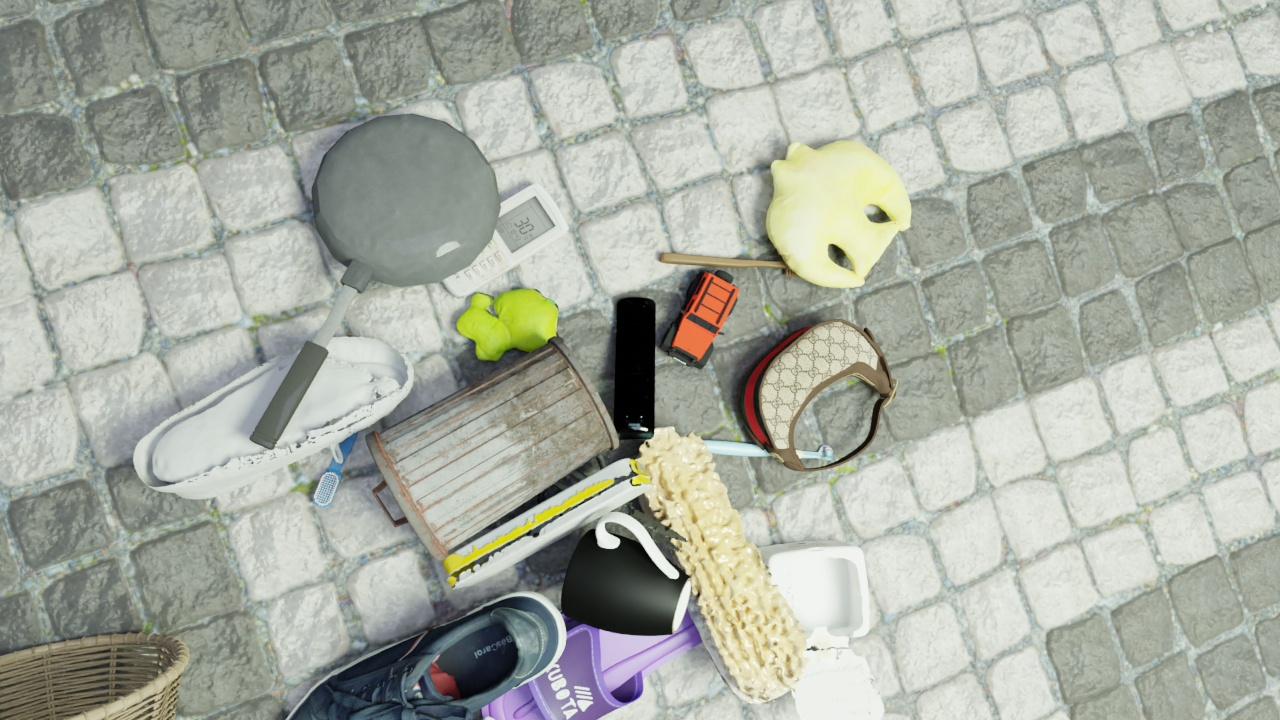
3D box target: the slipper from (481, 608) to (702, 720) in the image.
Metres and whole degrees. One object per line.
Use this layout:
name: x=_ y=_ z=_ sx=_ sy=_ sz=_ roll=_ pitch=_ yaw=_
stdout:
slipper: x=-0.030 y=0.281 z=0.871 sx=0.266 sy=0.084 sz=0.107 roll=-28 pitch=91 yaw=-12

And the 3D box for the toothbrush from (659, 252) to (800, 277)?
toothbrush: x=0.102 y=-0.100 z=0.961 sx=0.166 sy=0.016 sz=0.016 roll=3 pitch=84 yaw=-11

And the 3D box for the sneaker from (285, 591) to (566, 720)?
sneaker: x=-0.206 y=0.300 z=0.791 sx=0.295 sy=0.127 sz=0.120 roll=-30 pitch=78 yaw=7

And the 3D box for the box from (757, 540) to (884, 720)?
box: x=0.176 y=0.271 z=0.916 sx=0.110 sy=0.083 sz=0.190 roll=-4 pitch=70 yaw=-10

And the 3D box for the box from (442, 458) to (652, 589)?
box: x=-0.087 y=0.151 z=0.848 sx=0.210 sy=0.064 sz=0.033 roll=-29 pitch=73 yaw=10

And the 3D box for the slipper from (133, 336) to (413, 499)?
slipper: x=-0.324 y=0.056 z=0.837 sx=0.246 sy=0.075 sz=0.112 roll=-27 pitch=83 yaw=-12

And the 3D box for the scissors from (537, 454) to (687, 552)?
scissors: x=-0.023 y=0.128 z=0.875 sx=0.170 sy=0.012 sz=0.131 roll=-7 pitch=67 yaw=23

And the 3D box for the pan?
pan: x=-0.257 y=-0.082 z=0.841 sx=0.178 sy=0.041 sz=0.356 roll=24 pitch=71 yaw=0

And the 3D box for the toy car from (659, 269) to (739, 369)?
toy car: x=0.063 y=-0.044 z=0.932 sx=0.051 sy=0.049 sz=0.100 roll=28 pitch=81 yaw=-8

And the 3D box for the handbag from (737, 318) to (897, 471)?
handbag: x=0.188 y=0.037 z=0.945 sx=0.166 sy=0.063 sz=0.138 roll=-38 pitch=98 yaw=-17

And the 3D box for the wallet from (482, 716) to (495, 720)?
wallet: x=-0.149 y=0.390 z=0.852 sx=0.116 sy=0.032 sz=0.086 roll=-42 pitch=93 yaw=13

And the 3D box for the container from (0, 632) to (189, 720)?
container: x=-0.469 y=0.349 z=0.721 sx=0.226 sy=0.227 sz=0.196 roll=-6 pitch=94 yaw=-11

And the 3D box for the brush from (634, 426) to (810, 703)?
brush: x=0.071 y=0.191 z=0.875 sx=0.083 sy=0.057 sz=0.271 roll=-21 pitch=71 yaw=-14

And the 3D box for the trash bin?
trash bin: x=-0.141 y=0.081 z=0.842 sx=0.211 sy=0.131 sz=0.131 roll=-30 pitch=92 yaw=-12

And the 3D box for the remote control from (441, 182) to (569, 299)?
remote control: x=-0.141 y=-0.119 z=0.911 sx=0.138 sy=0.025 sz=0.060 roll=-34 pitch=92 yaw=-11

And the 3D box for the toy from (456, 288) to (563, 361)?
toy: x=-0.126 y=-0.035 z=0.903 sx=0.093 sy=0.036 sz=0.094 roll=-40 pitch=87 yaw=-6

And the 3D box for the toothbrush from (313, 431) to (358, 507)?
toothbrush: x=-0.275 y=0.060 z=0.877 sx=0.016 sy=0.014 sz=0.166 roll=21 pitch=81 yaw=-9

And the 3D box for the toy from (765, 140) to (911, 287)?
toy: x=0.202 y=-0.162 z=0.960 sx=0.155 sy=0.065 sz=0.170 roll=43 pitch=73 yaw=-3

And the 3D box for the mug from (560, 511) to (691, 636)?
mug: x=-0.008 y=0.191 z=0.819 sx=0.100 sy=0.084 sz=0.119 roll=14 pitch=119 yaw=17

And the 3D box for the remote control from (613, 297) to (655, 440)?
remote control: x=-0.005 y=0.005 z=0.910 sx=0.041 sy=0.020 sz=0.151 roll=0 pitch=66 yaw=1

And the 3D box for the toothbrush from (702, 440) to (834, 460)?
toothbrush: x=0.127 y=0.093 z=0.950 sx=0.155 sy=0.016 sz=0.022 roll=5 pitch=42 yaw=-11
